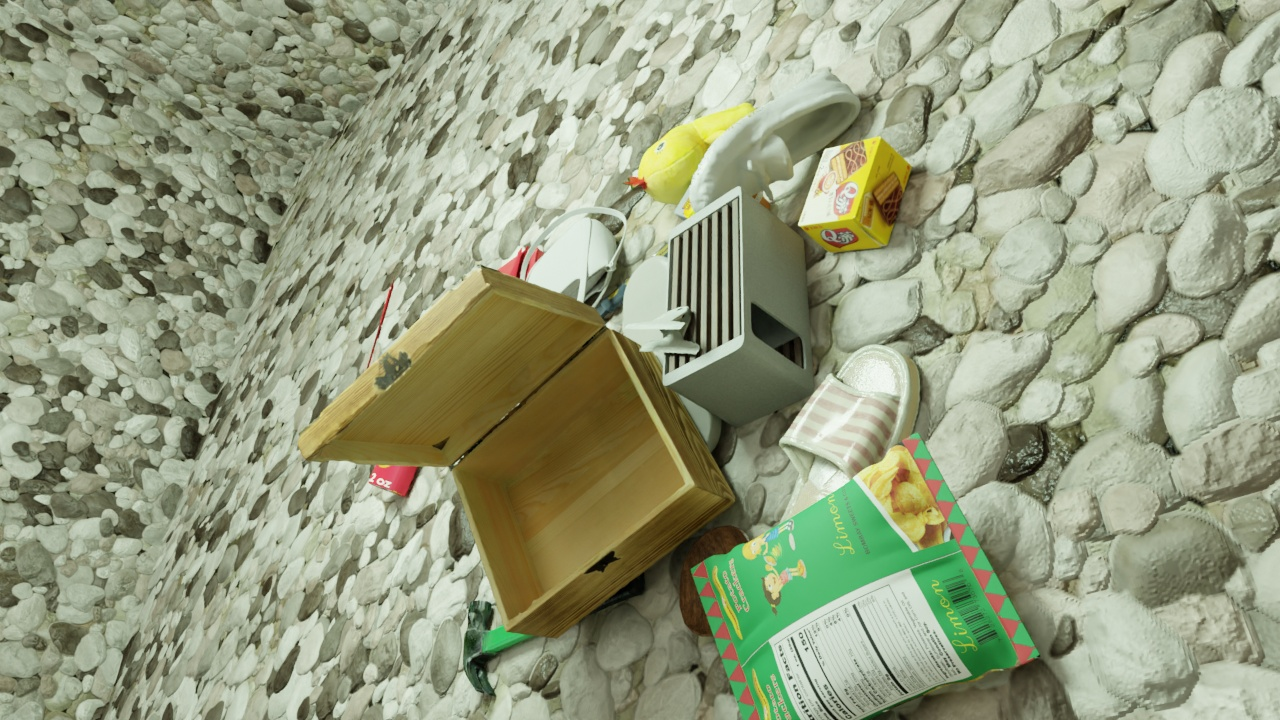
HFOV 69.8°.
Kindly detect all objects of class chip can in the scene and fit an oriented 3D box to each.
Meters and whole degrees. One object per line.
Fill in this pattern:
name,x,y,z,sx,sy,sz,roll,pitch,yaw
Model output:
chip can,-0.400,0.124,1.606,0.069,0.069,0.220,0,65,53

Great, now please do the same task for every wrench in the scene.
wrench,-0.024,-0.099,1.332,0.274,0.022,0.073,-39,32,29

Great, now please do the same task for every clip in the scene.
clip,0.030,-0.032,0.996,0.102,0.052,0.058,4,97,53

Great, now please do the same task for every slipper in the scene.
slipper,0.181,0.101,0.880,0.115,0.052,0.262,13,76,54
slipper,0.055,0.001,1.116,0.113,0.080,0.265,-38,56,38
slipper,0.162,-0.254,1.111,0.246,0.112,0.074,-37,42,-8

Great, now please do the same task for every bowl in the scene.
bowl,0.085,0.226,0.931,0.102,0.026,0.114,-26,46,39

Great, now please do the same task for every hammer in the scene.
hammer,-0.114,0.315,1.120,0.320,0.032,0.130,-32,41,34

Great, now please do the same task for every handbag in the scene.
handbag,-0.106,-0.112,1.368,0.216,0.095,0.222,-41,31,28

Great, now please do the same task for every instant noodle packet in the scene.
instant noodle packet,0.168,0.206,0.767,0.253,0.090,0.195,-37,53,24

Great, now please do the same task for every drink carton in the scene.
drink carton,0.107,-0.199,1.214,0.076,0.048,0.125,-59,33,1

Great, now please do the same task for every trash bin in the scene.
trash bin,0.110,-0.061,1.042,0.115,0.114,0.228,-29,44,37

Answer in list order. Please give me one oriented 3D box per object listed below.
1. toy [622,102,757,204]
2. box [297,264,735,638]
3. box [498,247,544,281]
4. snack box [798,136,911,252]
toy,0.075,-0.294,1.297,0.208,0.092,0.133,-41,16,12
box,-0.140,0.082,0.971,0.280,0.334,0.286,-42,51,18
box,-0.190,-0.052,1.548,0.165,0.153,0.213,-27,43,42
snack box,0.237,-0.182,1.018,0.084,0.061,0.105,1,66,53
